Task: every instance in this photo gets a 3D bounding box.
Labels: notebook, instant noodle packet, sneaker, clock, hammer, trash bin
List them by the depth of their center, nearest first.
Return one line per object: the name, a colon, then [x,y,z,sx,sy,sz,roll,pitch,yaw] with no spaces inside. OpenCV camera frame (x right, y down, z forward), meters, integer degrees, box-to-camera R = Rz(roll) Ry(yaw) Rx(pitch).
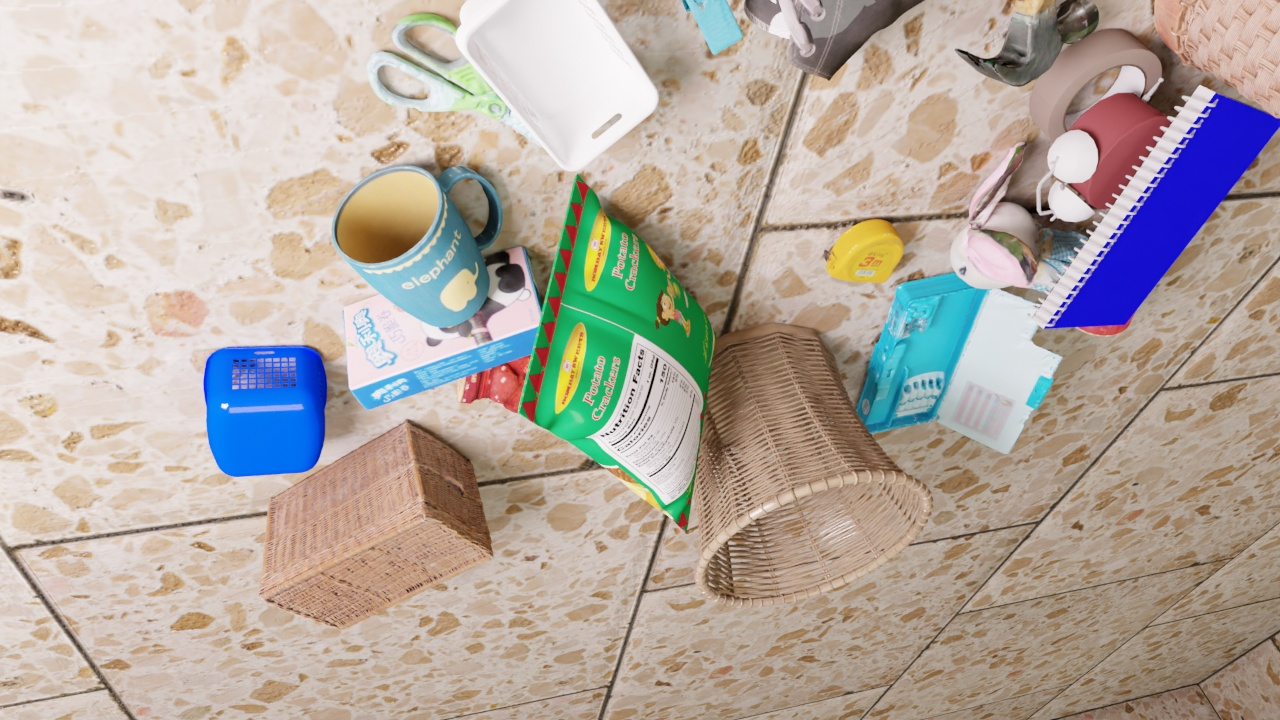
sneaker: [0.089,-0.258,0.526,0.120,0.095,0.234,-40,145,25]
hammer: [0.250,-0.315,0.543,0.132,0.033,0.331,-36,141,-18]
trash bin: [0.486,-0.223,0.631,0.151,0.209,0.151,-11,142,-9]
clock: [0.368,-0.161,0.729,0.124,0.044,0.087,-32,141,2]
instant noodle packet: [-0.004,0.004,0.738,0.090,0.195,0.252,-5,151,30]
notebook: [0.426,-0.116,0.760,0.171,0.022,0.210,-3,130,-40]

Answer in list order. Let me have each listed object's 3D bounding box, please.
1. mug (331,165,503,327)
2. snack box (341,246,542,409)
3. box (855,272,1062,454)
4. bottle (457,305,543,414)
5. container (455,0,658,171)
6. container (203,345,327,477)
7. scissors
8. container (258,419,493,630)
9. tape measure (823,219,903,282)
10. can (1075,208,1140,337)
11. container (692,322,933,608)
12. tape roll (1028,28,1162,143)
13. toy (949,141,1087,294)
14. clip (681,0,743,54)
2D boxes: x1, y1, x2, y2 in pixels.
mug: [-0.145,-0.085,0.657,0.112,0.084,0.104,-47,150,-10]
snack box: [-0.151,-0.026,0.710,0.154,0.088,0.033,-19,142,1]
box: [0.331,0.003,0.961,0.181,0.073,0.227,7,141,5]
bottle: [-0.093,-0.001,0.771,0.111,0.098,0.099,8,136,-15]
container: [-0.054,-0.189,0.571,0.081,0.049,0.129,-37,140,7]
container: [-0.308,0.046,0.758,0.096,0.058,0.114,-2,139,-21]
scissors: [-0.094,-0.172,0.614,0.175,0.033,0.072,16,128,-42]
container: [-0.253,0.159,0.876,0.199,0.112,0.114,-28,142,12]
tape measure: [0.200,-0.098,0.814,0.068,0.030,0.059,-1,139,-25]
can: [0.472,-0.097,0.899,0.067,0.067,0.170,-14,143,-6]
container: [0.134,0.099,0.894,0.226,0.196,0.227,-12,142,-9]
tape roll: [0.364,-0.216,0.736,0.093,0.030,0.094,-11,142,-9]
toy: [0.343,-0.104,0.839,0.106,0.131,0.205,-9,165,42]
clip: [0.024,-0.233,0.526,0.028,0.113,0.127,-29,129,8]
